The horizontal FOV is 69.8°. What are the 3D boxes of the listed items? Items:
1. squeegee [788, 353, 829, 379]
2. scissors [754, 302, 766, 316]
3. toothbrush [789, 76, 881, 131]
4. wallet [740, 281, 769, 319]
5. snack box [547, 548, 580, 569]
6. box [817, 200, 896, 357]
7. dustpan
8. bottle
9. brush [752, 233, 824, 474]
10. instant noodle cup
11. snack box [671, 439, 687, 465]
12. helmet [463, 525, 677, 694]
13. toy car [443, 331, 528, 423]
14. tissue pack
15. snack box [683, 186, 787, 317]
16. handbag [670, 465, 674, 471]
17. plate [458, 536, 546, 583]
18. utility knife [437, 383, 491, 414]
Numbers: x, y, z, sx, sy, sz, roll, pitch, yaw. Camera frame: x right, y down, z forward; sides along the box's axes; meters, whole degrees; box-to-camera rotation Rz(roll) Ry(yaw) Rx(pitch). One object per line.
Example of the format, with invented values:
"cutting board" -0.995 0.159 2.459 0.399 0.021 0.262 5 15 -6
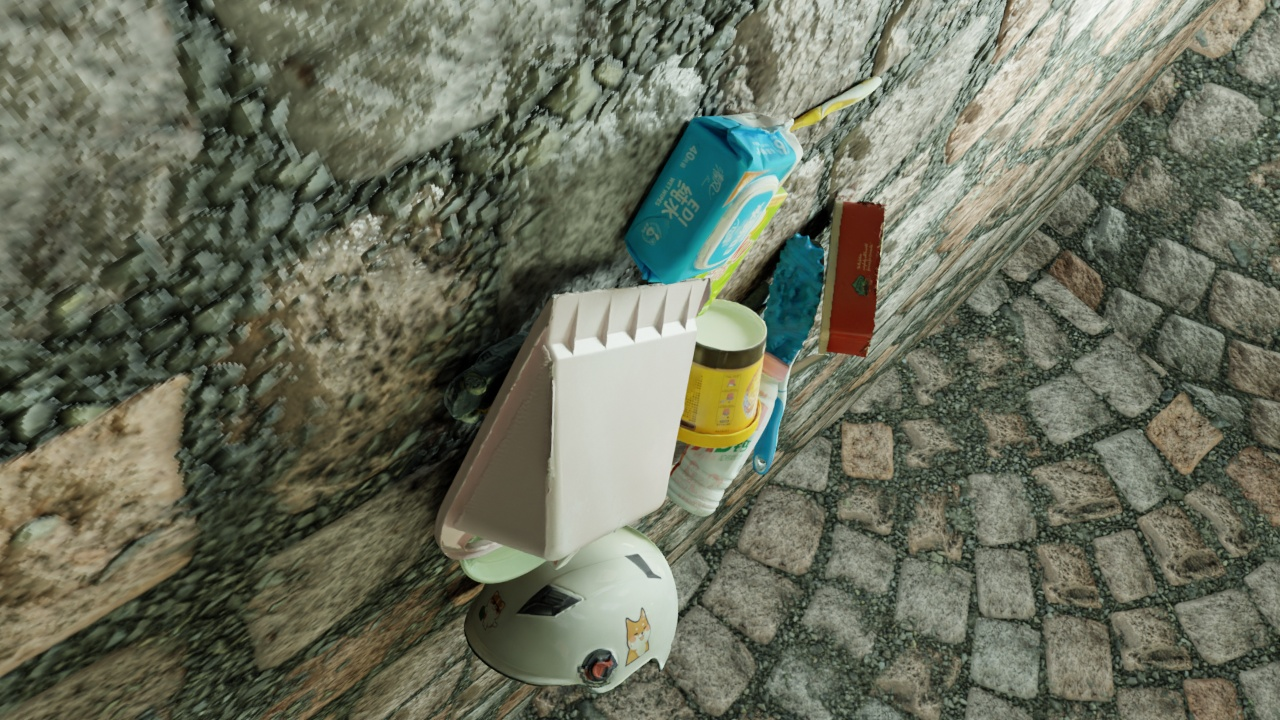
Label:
"squeegee" 0.112 0.064 1.327 0.248 0.040 0.248 -25 173 -36
"scissors" 0.085 0.005 1.070 0.169 0.019 0.182 -18 137 -41
"toothbrush" 0.154 -0.207 0.783 0.190 0.018 0.016 -34 163 -33
"wallet" 0.124 -0.043 1.126 0.097 0.019 0.121 -44 166 -4
"snack box" -0.068 0.144 0.998 0.157 0.084 0.026 -49 168 15
"box" 0.250 -0.092 1.053 0.091 0.076 0.168 56 42 -74
"dustpan" -0.069 0.050 0.750 0.222 0.139 0.273 -9 110 -56
"bottle" 0.101 0.081 1.039 0.197 0.068 0.068 -59 162 10
"brush" 0.169 0.004 1.094 0.109 0.060 0.315 -29 132 -70
"instant noodle cup" 0.073 0.009 0.939 0.118 0.118 0.115 -31 141 -40
"snack box" 0.069 0.085 1.091 0.153 0.026 0.075 0 122 -48
"helmet" -0.070 0.280 1.135 0.273 0.230 0.157 5 109 -37
"toy car" -0.104 0.010 0.664 0.090 0.034 0.043 -34 160 -35
"tissue pack" 0.055 -0.120 0.677 0.089 0.063 0.140 -24 154 -51
"snack box" 0.065 -0.094 0.837 0.085 0.026 0.157 -25 155 -51
"handbag" -0.022 0.113 1.110 0.163 0.063 0.178 -48 149 11
"plate" -0.090 0.111 0.874 0.229 0.027 0.231 -38 146 -31
"utility knife" -0.096 0.043 0.747 0.033 0.015 0.208 -58 151 2
